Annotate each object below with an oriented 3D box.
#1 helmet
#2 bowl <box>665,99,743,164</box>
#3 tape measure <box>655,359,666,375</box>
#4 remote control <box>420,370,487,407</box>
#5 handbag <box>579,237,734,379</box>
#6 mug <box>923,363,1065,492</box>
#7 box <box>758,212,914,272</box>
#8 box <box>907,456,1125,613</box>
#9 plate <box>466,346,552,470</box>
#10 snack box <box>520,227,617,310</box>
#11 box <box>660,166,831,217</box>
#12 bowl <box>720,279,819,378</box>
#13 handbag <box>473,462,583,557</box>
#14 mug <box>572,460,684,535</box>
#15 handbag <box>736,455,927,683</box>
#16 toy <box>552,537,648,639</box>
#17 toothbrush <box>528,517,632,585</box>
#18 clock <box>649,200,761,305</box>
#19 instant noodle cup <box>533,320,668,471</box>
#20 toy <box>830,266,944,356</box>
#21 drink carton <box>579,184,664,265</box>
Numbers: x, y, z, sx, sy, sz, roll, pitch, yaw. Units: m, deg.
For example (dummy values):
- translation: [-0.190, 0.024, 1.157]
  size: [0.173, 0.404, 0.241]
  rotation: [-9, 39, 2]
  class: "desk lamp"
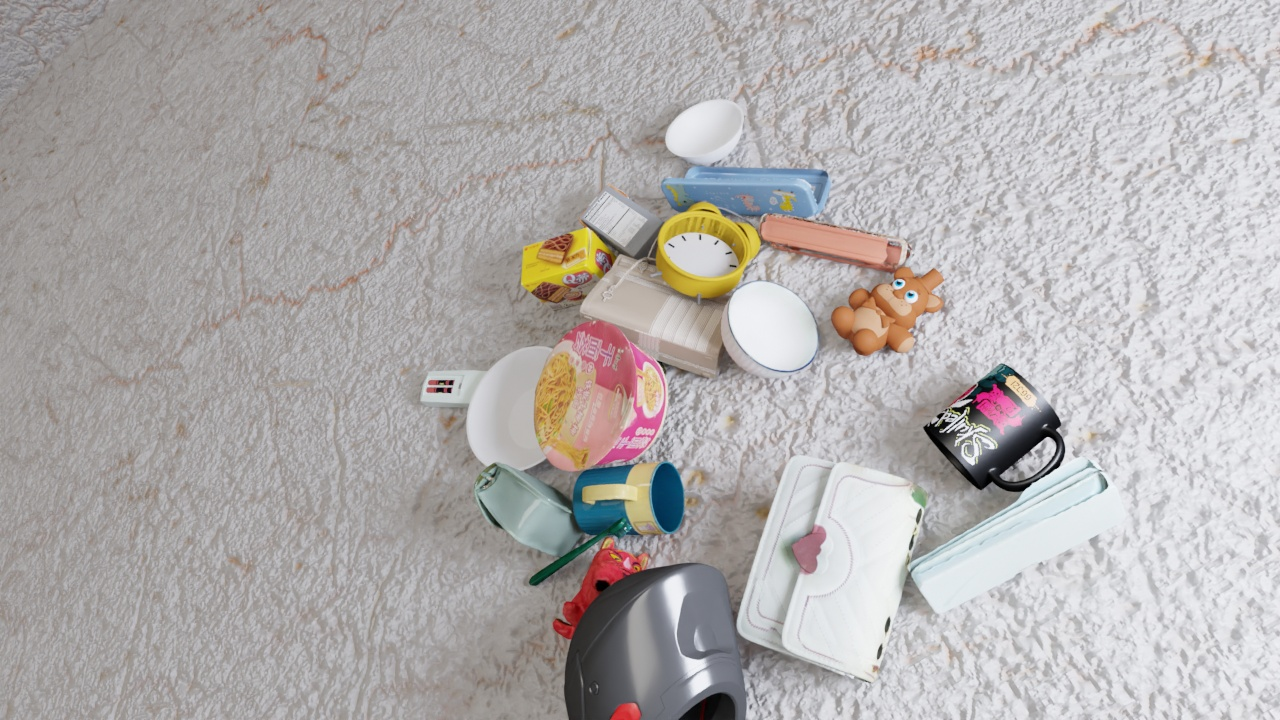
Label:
- translation: [0.008, 0.312, 0.917]
  size: [0.170, 0.164, 0.265]
  rotation: [41, 116, 44]
  class: "helmet"
- translation: [0.093, -0.300, 1.244]
  size: [0.110, 0.040, 0.109]
  rotation: [-14, 50, 17]
  class: "bowl"
- translation: [-0.007, 0.007, 1.157]
  size: [0.064, 0.037, 0.065]
  rotation: [-32, 61, 9]
  class: "tape measure"
- translation: [-0.251, 0.039, 1.287]
  size: [0.144, 0.024, 0.049]
  rotation: [0, 67, 29]
  class: "remote control"
- translation: [0.044, -0.093, 1.152]
  size: [0.176, 0.062, 0.197]
  rotation: [19, 59, 11]
  class: "handbag"
- translation: [0.351, 0.075, 0.890]
  size: [0.098, 0.082, 0.118]
  rotation: [-41, 42, 6]
  class: "mug"
- translation: [0.234, -0.137, 1.100]
  size: [0.188, 0.062, 0.058]
  rotation: [20, 103, 32]
  class: "box"
- translation: [0.347, 0.165, 0.854]
  size: [0.199, 0.083, 0.066]
  rotation: [-33, 64, 12]
  class: "box"
- translation: [-0.146, 0.068, 1.207]
  size: [0.174, 0.036, 0.173]
  rotation: [-13, 61, 24]
  class: "plate"
- translation: [-0.095, -0.122, 1.241]
  size: [0.106, 0.083, 0.061]
  rotation: [-13, 61, 25]
  class: "snack box"
- translation: [0.134, -0.229, 1.175]
  size: [0.209, 0.078, 0.074]
  rotation: [8, 66, 31]
  class: "box"
- translation: [0.140, -0.027, 1.062]
  size: [0.062, 0.118, 0.118]
  rotation: [131, 142, -55]
  class: "bowl"
- translation: [-0.128, 0.179, 1.092]
  size: [0.106, 0.122, 0.067]
  rotation: [35, 88, 34]
  class: "handbag"
- translation: [-0.021, 0.156, 1.046]
  size: [0.107, 0.113, 0.083]
  rotation: [-6, 73, 29]
  class: "mug"
- translation: [0.192, 0.205, 0.914]
  size: [0.142, 0.096, 0.198]
  rotation: [10, 70, 31]
  class: "handbag"
- translation: [-0.044, 0.269, 1.048]
  size: [0.133, 0.088, 0.093]
  rotation: [-47, 18, 24]
  class: "toy"
- translation: [-0.072, 0.224, 1.058]
  size: [0.190, 0.017, 0.016]
  rotation: [-39, 10, 39]
  class: "toothbrush"
- translation: [0.083, -0.139, 1.133]
  size: [0.113, 0.052, 0.151]
  rotation: [31, 56, 14]
  class: "clock"
- translation: [-0.041, 0.048, 1.082]
  size: [0.179, 0.077, 0.178]
  rotation: [-19, 64, 43]
  class: "instant noodle cup"
- translation: [0.279, -0.058, 1.014]
  size: [0.128, 0.065, 0.095]
  rotation: [-38, 60, 2]
  class: "toy"
- translation: [-0.018, -0.180, 1.246]
  size: [0.076, 0.048, 0.125]
  rotation: [-50, 53, -1]
  class: "drink carton"
